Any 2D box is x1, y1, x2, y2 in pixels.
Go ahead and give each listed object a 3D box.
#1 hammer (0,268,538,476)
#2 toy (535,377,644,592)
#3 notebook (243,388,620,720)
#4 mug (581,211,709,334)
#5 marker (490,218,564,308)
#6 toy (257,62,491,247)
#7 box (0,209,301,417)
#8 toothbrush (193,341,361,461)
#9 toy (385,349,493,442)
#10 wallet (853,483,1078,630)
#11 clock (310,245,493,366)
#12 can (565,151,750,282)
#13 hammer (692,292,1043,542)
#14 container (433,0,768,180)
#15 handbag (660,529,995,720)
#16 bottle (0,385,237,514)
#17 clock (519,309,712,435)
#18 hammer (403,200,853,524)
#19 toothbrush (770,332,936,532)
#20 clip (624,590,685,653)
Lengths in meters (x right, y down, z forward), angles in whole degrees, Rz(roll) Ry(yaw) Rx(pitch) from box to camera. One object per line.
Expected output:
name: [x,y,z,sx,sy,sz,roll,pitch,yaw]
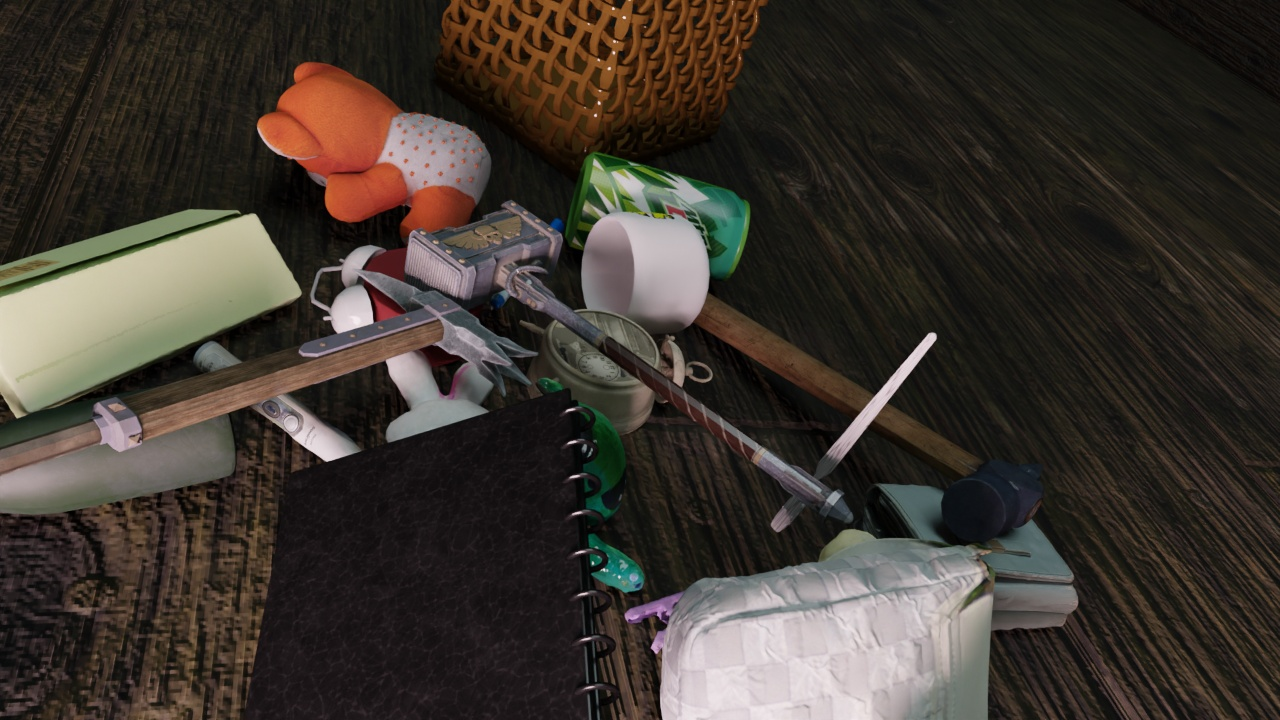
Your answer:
hammer: [-0.214,0.013,0.466,0.147,0.028,0.315,32,33,26]
toy: [-0.052,0.084,0.525,0.130,0.073,0.192,52,33,-25]
notebook: [-0.092,0.123,0.397,0.169,0.019,0.231,-17,47,10]
mug: [-0.002,-0.068,0.718,0.068,0.094,0.116,-2,6,-30]
marker: [-0.091,-0.081,0.748,0.013,0.013,0.141,23,37,2]
toy: [-0.210,-0.165,0.739,0.172,0.093,0.163,25,38,-16]
box: [-0.321,-0.049,0.564,0.133,0.061,0.187,34,39,19]
toothbrush: [-0.190,0.044,0.540,0.185,0.022,0.024,33,3,15]
toy: [-0.117,0.044,0.562,0.075,0.037,0.125,5,43,-26]
wallet: [0.218,0.130,0.613,0.131,0.054,0.100,8,40,-25]
clock: [-0.162,-0.040,0.637,0.124,0.044,0.087,10,39,-15]
can: [0.014,-0.121,0.789,0.144,0.083,0.082,14,38,-10]
hammer: [0.144,0.021,0.683,0.322,0.040,0.129,34,23,32]
container: [-0.035,-0.352,0.940,0.219,0.215,0.250,37,40,20]
handbag: [0.089,0.151,0.474,0.171,0.112,0.123,-5,11,-16]
bottle: [-0.297,0.051,0.453,0.173,0.055,0.055,-13,49,-35]
clock: [-0.012,0.004,0.649,0.140,0.055,0.092,2,42,-21]
hammer: [-0.004,0.003,0.577,0.322,0.044,0.098,35,38,21]
toothbrush: [0.127,0.047,0.557,0.010,0.182,0.010,-21,60,-46]
clip: [0.012,0.143,0.524,0.045,0.014,0.050,24,40,8]
